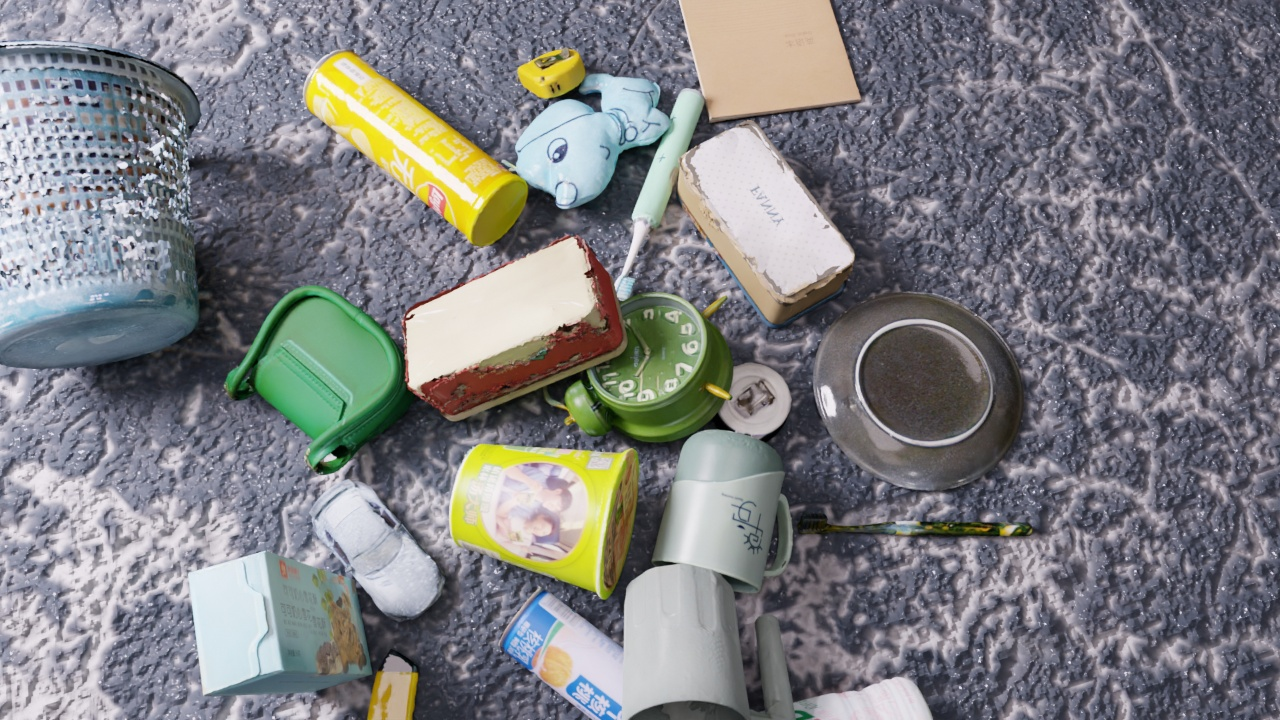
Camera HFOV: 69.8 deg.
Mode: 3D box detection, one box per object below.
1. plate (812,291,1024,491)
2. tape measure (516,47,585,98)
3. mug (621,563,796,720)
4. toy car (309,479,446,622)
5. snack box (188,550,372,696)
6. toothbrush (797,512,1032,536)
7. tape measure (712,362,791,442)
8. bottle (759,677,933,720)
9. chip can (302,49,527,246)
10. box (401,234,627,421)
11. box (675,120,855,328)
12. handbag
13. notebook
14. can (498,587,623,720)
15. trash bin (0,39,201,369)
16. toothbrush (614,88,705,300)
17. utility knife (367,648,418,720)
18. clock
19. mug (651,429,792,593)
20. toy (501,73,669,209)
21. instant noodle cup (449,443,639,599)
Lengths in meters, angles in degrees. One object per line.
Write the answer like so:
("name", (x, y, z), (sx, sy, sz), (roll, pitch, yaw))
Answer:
("plate", (0.234, 0.020, 0.766), (0.179, 0.024, 0.179), (0, 70, -1))
("tape measure", (-0.082, -0.271, 0.856), (0.057, 0.029, 0.060), (-31, 42, -12))
("mug", (0.046, 0.208, 0.624), (0.124, 0.084, 0.103), (17, 39, -17))
("toy car", (-0.203, 0.146, 0.707), (0.054, 0.037, 0.120), (-41, 78, -15))
("snack box", (-0.236, 0.181, 0.619), (0.051, 0.175, 0.074), (-15, 71, -4))
("toothbrush", (0.218, 0.130, 0.727), (0.186, 0.017, 0.012), (1, 32, -1))
("tape measure", (0.089, 0.036, 0.753), (0.066, 0.034, 0.065), (-37, 75, -13))
("bottle", (0.106, 0.279, 0.646), (0.197, 0.068, 0.068), (-13, 70, -3))
("chip can", (-0.201, -0.190, 0.813), (0.213, 0.072, 0.072), (38, 73, 12))
("box", (-0.104, -0.026, 0.716), (0.168, 0.077, 0.091), (-22, 57, 13))
("box", (0.109, -0.115, 0.797), (0.089, 0.061, 0.184), (-28, 74, -10))
("handbag", (-0.254, 0.014, 0.738), (0.131, 0.068, 0.120), (36, 74, 12))
("notebook", (0.118, -0.333, 0.905), (0.149, 0.012, 0.211), (-9, 70, -5))
("can", (-0.035, 0.227, 0.668), (0.134, 0.053, 0.053), (34, 72, 11))
("trash bin", (-0.447, -0.104, 0.719), (0.226, 0.227, 0.195), (-16, 83, -7))
("toothbrush", (0.014, -0.151, 0.825), (0.027, 0.026, 0.224), (11, 68, 25))
("utility knife", (-0.186, 0.317, 0.652), (0.033, 0.015, 0.214), (3, 67, -1))
("clock", (-0.004, 0.004, 0.738), (0.161, 0.056, 0.116), (-9, 60, 16))
("mug", (0.073, 0.119, 0.702), (0.111, 0.082, 0.106), (26, 67, -24))
("toy", (-0.049, -0.203, 0.833), (0.156, 0.050, 0.161), (-12, 57, -1))
("instant noodle cup", (-0.073, 0.111, 0.689), (0.123, 0.112, 0.111), (10, 69, 11))
